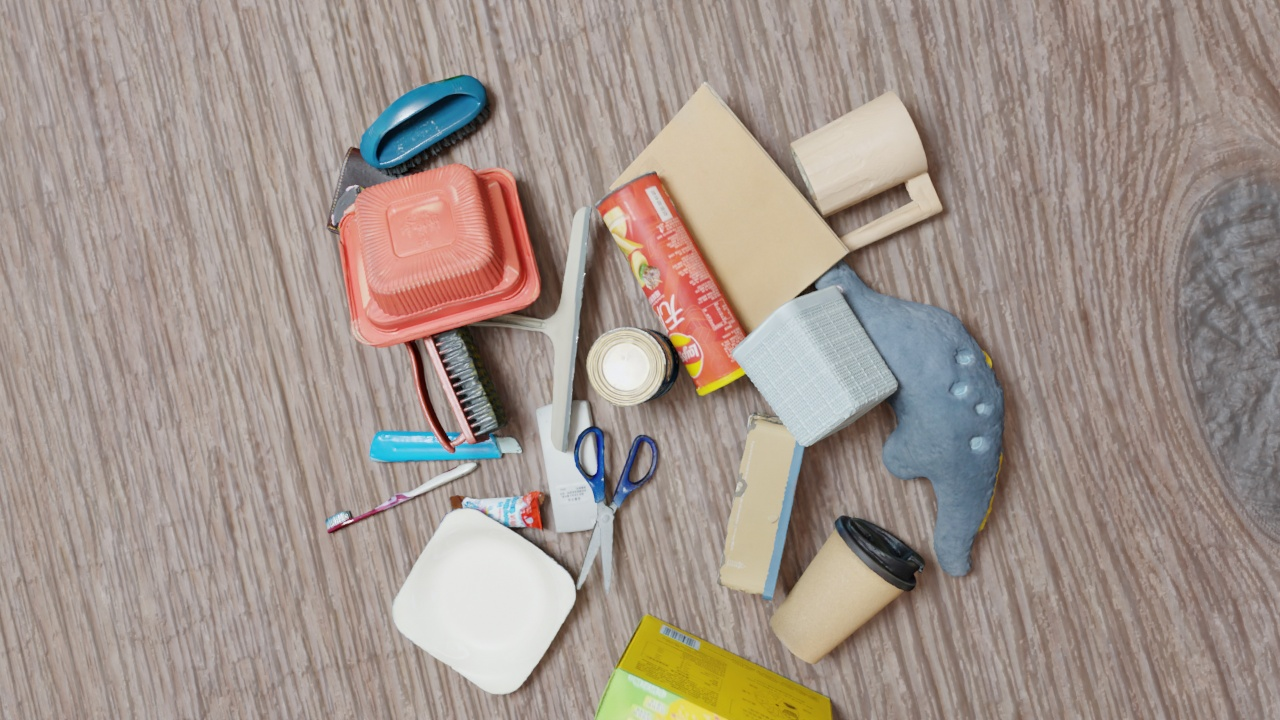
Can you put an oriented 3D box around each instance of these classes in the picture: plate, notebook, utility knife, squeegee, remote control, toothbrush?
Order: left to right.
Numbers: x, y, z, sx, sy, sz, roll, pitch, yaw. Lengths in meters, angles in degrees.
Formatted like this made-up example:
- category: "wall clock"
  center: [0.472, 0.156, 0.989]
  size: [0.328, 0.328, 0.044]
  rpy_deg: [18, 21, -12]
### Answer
- category: "toothbrush"
  center: [-0.258, 0.144, 0.985]
  size: [0.188, 0.016, 0.017]
  rpy_deg: [-24, 77, 10]
- category: "utility knife"
  center: [-0.208, 0.091, 0.974]
  size: [0.166, 0.018, 0.034]
  rpy_deg: [-1, 98, 8]
- category: "squeegee"
  center: [-0.173, -0.045, 0.955]
  size: [0.247, 0.039, 0.246]
  rpy_deg: [7, 96, 15]
- category: "plate"
  center: [-0.160, 0.248, 0.956]
  size: [0.163, 0.034, 0.164]
  rpy_deg: [33, 99, 4]
- category: "remote control"
  center: [-0.070, 0.109, 0.950]
  size: [0.056, 0.019, 0.135]
  rpy_deg: [-11, 89, 10]
- category: "notebook"
  center: [0.080, -0.139, 0.897]
  size: [0.150, 0.012, 0.211]
  rpy_deg: [-42, 84, 32]

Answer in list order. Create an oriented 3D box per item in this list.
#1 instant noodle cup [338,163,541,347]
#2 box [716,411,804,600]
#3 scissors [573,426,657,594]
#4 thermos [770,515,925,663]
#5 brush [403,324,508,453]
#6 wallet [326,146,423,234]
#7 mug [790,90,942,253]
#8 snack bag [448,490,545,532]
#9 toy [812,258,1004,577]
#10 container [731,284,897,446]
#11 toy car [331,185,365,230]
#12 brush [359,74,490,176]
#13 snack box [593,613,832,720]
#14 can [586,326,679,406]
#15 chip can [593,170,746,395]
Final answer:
- category: "instant noodle cup"
  center: [-0.202, -0.111, 0.878]
  size: [0.189, 0.079, 0.164]
  rpy_deg: [-17, 68, -1]
- category: "box"
  center: [0.116, 0.143, 0.886]
  size: [0.059, 0.089, 0.184]
  rpy_deg: [10, 95, 8]
- category: "scissors"
  center: [-0.041, 0.146, 0.929]
  size: [0.146, 0.012, 0.169]
  rpy_deg: [44, 81, -8]
- category: "thermos"
  center: [0.193, 0.219, 0.878]
  size: [0.093, 0.093, 0.143]
  rpy_deg: [39, 104, 7]
- category: "brush"
  center: [-0.191, 0.016, 0.912]
  size: [0.069, 0.063, 0.146]
  rpy_deg: [-24, 86, 3]
- category: "wallet"
  center: [-0.268, -0.164, 0.978]
  size: [0.122, 0.020, 0.096]
  rpy_deg: [20, 100, 7]
- category: "mug"
  center: [0.213, -0.175, 0.870]
  size: [0.104, 0.084, 0.124]
  rpy_deg: [-25, 102, 10]
- category: "snack bag"
  center: [-0.147, 0.159, 0.961]
  size: [0.105, 0.026, 0.045]
  rpy_deg: [-5, 104, 12]
- category: "toy"
  center: [0.262, 0.028, 0.866]
  size: [0.138, 0.091, 0.356]
  rpy_deg: [-31, 84, 36]
- category: "container"
  center: [0.160, 0.007, 0.831]
  size: [0.111, 0.089, 0.090]
  rpy_deg: [57, 137, 14]
- category: "toy car"
  center: [-0.262, -0.135, 0.954]
  size: [0.122, 0.037, 0.056]
  rpy_deg: [32, 92, 9]
- category: "brush"
  center: [-0.222, -0.245, 0.934]
  size: [0.144, 0.073, 0.055]
  rpy_deg: [-31, 76, -1]
- category: "snack box"
  center: [0.073, 0.333, 0.861]
  size: [0.210, 0.157, 0.070]
  rpy_deg: [23, 96, 8]
- category: "can"
  center: [-0.005, 0.005, 0.890]
  size: [0.075, 0.111, 0.075]
  rpy_deg: [0, 91, 9]
- category: "chip can"
  center: [0.037, -0.074, 0.893]
  size: [0.073, 0.073, 0.216]
  rpy_deg: [-29, 92, 9]
